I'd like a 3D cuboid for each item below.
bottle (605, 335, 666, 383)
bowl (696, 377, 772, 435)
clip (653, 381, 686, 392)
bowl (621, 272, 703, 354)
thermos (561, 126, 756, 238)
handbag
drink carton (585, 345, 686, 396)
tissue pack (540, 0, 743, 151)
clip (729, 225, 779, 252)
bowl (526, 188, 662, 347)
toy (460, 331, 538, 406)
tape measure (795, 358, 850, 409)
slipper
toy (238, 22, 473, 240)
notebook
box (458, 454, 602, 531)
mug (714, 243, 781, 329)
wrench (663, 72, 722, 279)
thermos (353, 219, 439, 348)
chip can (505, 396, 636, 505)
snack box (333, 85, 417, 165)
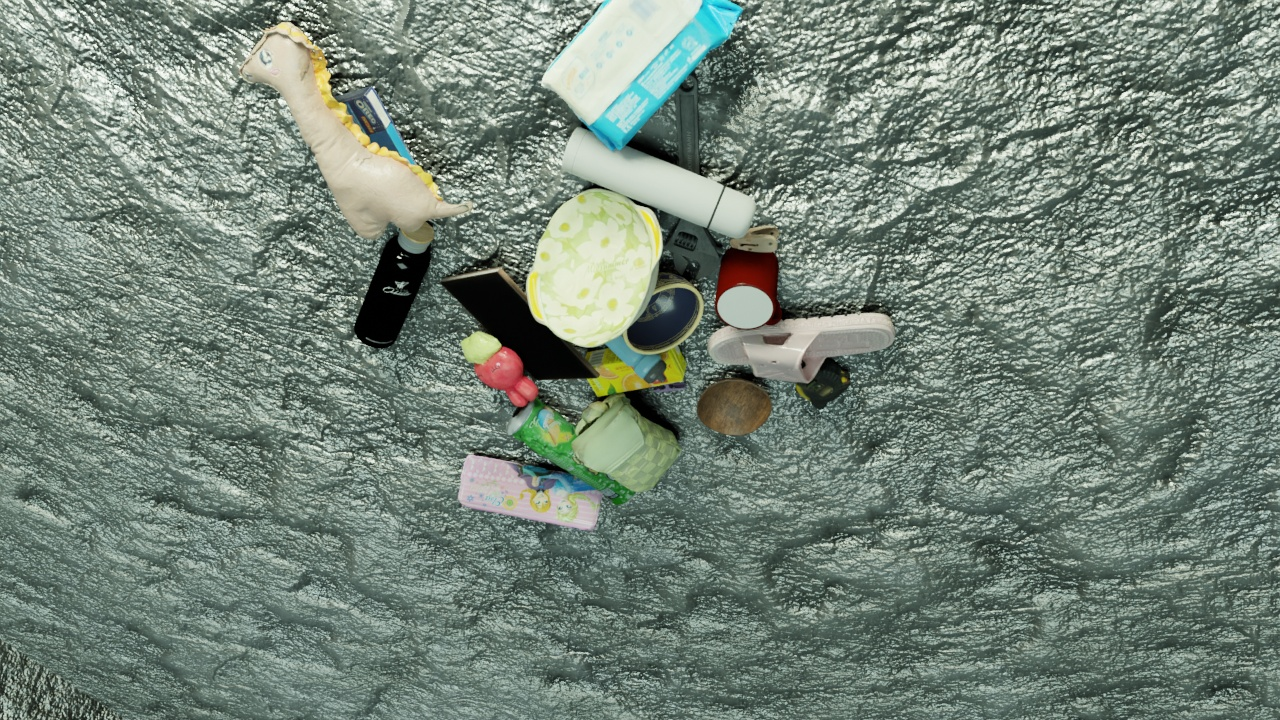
[{"bbox_3d":[-0.014,-0.018,1.219,0.130,0.040,0.040,44,133,10],"label":"bottle"},{"bbox_3d":[0.134,0.060,1.309,0.102,0.026,0.114,23,133,-10],"label":"bowl"},{"bbox_3d":[0.041,0.036,1.317,0.053,0.013,0.036,1,133,14],"label":"clip"},{"bbox_3d":[0.017,-0.070,1.177,0.112,0.061,0.113,-18,139,-17],"label":"bowl"},{"bbox_3d":[0.023,-0.200,1.044,0.224,0.052,0.052,22,134,1],"label":"thermos"},{"bbox_3d":[-0.025,0.116,1.346,0.113,0.117,0.186,-41,143,10],"label":"handbag"},{"bbox_3d":[-0.008,0.007,1.279,0.135,0.042,0.058,-11,128,24],"label":"drink carton"},{"bbox_3d":[-0.003,-0.320,0.945,0.117,0.065,0.210,36,129,-21],"label":"tissue pack"},{"bbox_3d":[0.137,-0.140,1.104,0.061,0.043,0.025,-8,130,12],"label":"clip"},{"bbox_3d":[-0.043,-0.108,1.111,0.220,0.188,0.060,-24,162,35],"label":"bowl"},{"bbox_3d":[-0.202,0.013,1.315,0.092,0.045,0.135,-14,122,49],"label":"toy"},{"bbox_3d":[0.244,0.029,1.247,0.062,0.038,0.067,32,132,-18],"label":"tape measure"},{"bbox_3d":[0.207,-0.009,1.184,0.239,0.064,0.094,-7,154,13],"label":"slipper"},{"bbox_3d":[-0.322,-0.260,1.044,0.196,0.065,0.265,-10,125,10],"label":"toy"},{"bbox_3d":[-0.164,-0.044,1.247,0.142,0.008,0.209,-3,138,47],"label":"notebook"},{"bbox_3d":[-0.178,0.222,1.514,0.230,0.085,0.097,10,166,2],"label":"box"},{"bbox_3d":[0.141,-0.081,1.132,0.073,0.082,0.105,-27,123,32],"label":"mug"},{"bbox_3d":[0.059,-0.207,1.075,0.073,0.018,0.274,4,133,10],"label":"wrench"},{"bbox_3d":[-0.323,-0.109,1.220,0.061,0.061,0.232,25,133,-13],"label":"thermos"},{"bbox_3d":[-0.100,0.137,1.403,0.223,0.075,0.076,36,130,-22],"label":"chip can"},{"bbox_3d":[-0.322,-0.251,1.107,0.082,0.027,0.150,-8,132,19],"label":"snack box"}]
